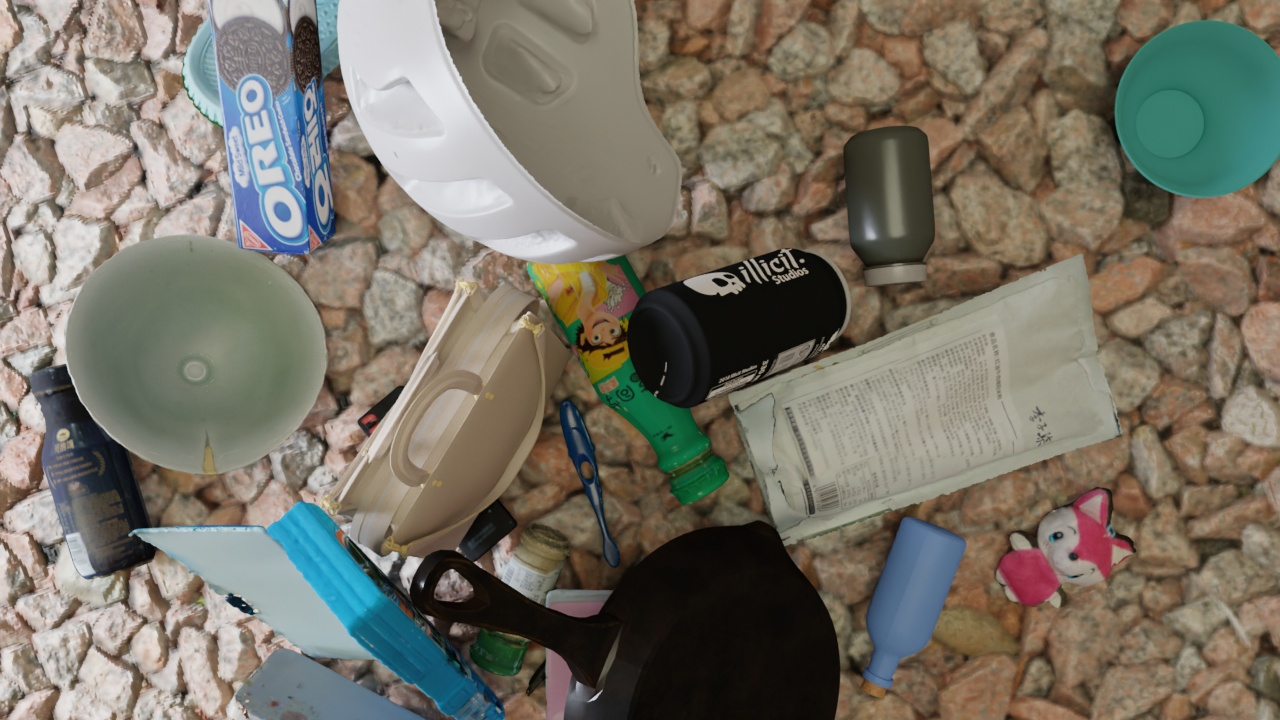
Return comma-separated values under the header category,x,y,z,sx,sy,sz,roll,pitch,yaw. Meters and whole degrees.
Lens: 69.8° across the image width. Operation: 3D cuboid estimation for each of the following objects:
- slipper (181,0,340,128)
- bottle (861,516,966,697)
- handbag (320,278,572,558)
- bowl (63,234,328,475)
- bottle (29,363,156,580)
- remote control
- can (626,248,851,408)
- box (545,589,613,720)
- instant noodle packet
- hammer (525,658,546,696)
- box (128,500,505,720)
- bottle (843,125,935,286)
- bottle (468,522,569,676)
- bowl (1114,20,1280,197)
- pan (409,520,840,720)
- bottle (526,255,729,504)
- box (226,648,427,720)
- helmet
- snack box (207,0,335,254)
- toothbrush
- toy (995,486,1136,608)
category,x,y,z,sx,sy,sz,roll,pitch,yaw
slipper,-0.227,-0.275,0.665,0.276,0.069,0.116,-39,87,3
bottle,0.193,0.183,0.673,0.048,0.048,0.131,20,92,1
handbag,-0.125,0.037,0.591,0.101,0.198,0.194,30,83,4
bowl,-0.325,0.000,0.671,0.174,0.068,0.174,12,68,-32
bottle,-0.412,0.081,0.686,0.056,0.056,0.161,-16,91,2
remote control,-0.154,0.085,0.696,0.045,0.021,0.140,-40,86,-5
can,0.068,-0.025,0.624,0.145,0.080,0.080,-20,91,-33
box,-0.029,0.281,0.655,0.099,0.099,0.232,4,96,39
instant noodle packet,0.208,0.035,0.669,0.269,0.057,0.147,-20,109,0
hammer,-0.003,0.358,0.696,0.133,0.033,0.333,-8,92,1
box,-0.187,0.164,0.602,0.174,0.244,0.063,16,59,20
bottle,0.179,-0.109,0.658,0.060,0.060,0.108,-5,92,2
bottle,-0.089,0.178,0.687,0.042,0.042,0.110,23,91,1
bowl,0.390,-0.174,0.655,0.121,0.046,0.121,0,92,2
pan,0.011,0.198,0.578,0.356,0.043,0.248,34,73,-34
bottle,-0.004,0.004,0.664,0.068,0.068,0.209,-30,91,2
box,-0.197,0.302,0.679,0.216,0.094,0.108,28,118,0
helmet,-0.076,-0.175,0.575,0.184,0.223,0.282,-47,55,25
snack box,-0.254,-0.188,0.631,0.059,0.059,0.227,6,116,1
toothbrush,-0.038,0.093,0.696,0.021,0.016,0.132,-17,89,2
toy,0.312,0.144,0.670,0.102,0.050,0.065,-34,95,8
